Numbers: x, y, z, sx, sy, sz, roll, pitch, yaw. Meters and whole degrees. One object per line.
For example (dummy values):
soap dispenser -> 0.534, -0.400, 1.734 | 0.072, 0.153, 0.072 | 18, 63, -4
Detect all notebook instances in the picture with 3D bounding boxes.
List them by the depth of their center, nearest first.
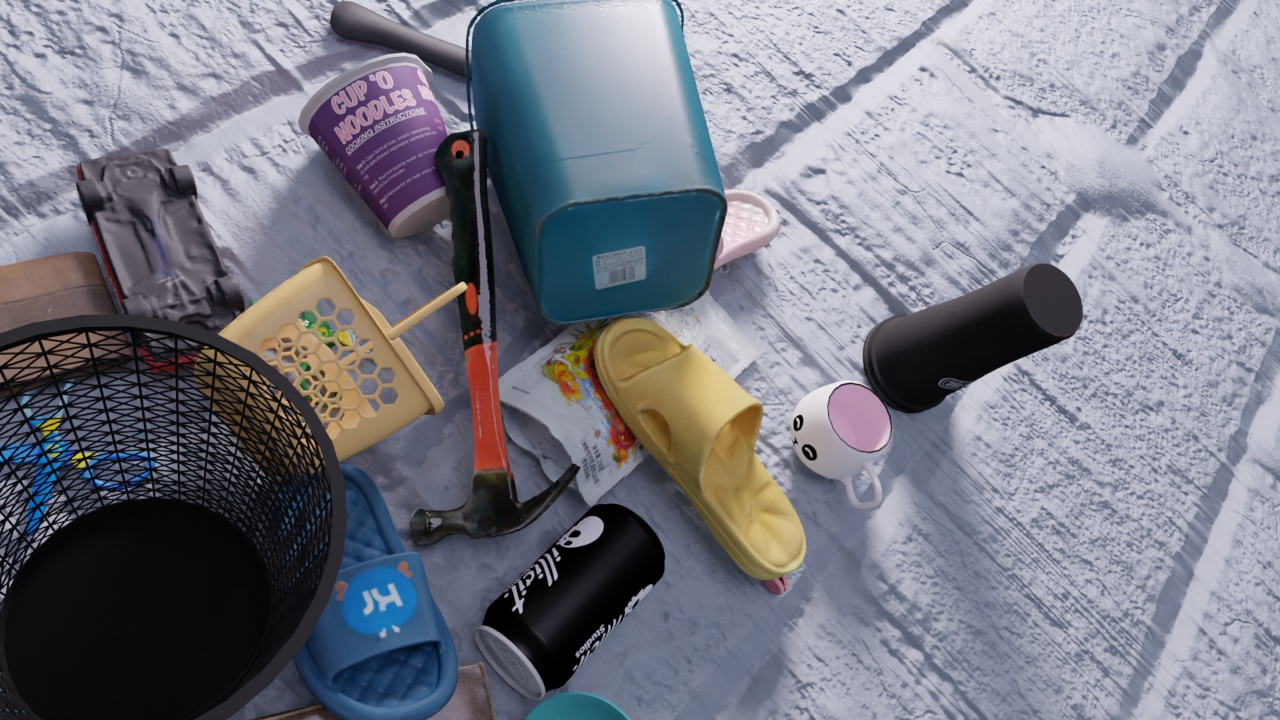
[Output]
notebook -> -0.184, 0.318, 0.609 | 0.215, 0.035, 0.190 | -7, 69, -26

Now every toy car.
toy car -> -0.372, -0.081, 0.713 | 0.081, 0.056, 0.189 | -19, 76, -32

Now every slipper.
slipper -> -0.202, 0.159, 0.649 | 0.103, 0.059, 0.213 | -16, 58, -29
slipper -> 0.067, 0.065, 0.784 | 0.099, 0.079, 0.263 | -33, 89, -48
slipper -> 0.049, -0.135, 0.920 | 0.221, 0.056, 0.106 | -19, 56, -33

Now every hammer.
hammer -> -0.129, -0.027, 0.736 | 0.133, 0.033, 0.333 | -9, 80, 4
hammer -> -0.156, -0.298, 0.936 | 0.310, 0.030, 0.124 | 17, 60, -15

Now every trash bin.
trash bin -> -0.296, 0.126, 0.529 | 0.216, 0.244, 0.216 | 10, 61, -19
trash bin -> -0.035, -0.167, 0.788 | 0.199, 0.197, 0.218 | -9, 58, -12

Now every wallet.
wallet -> -0.447, -0.025, 0.665 | 0.120, 0.027, 0.098 | -19, 69, -29

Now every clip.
clip -> 0.107, 0.181, 0.816 | 0.050, 0.023, 0.058 | 2, 63, -18

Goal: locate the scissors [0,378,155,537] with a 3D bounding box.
scissors -> -0.413, 0.062, 0.649 | 0.125, 0.013, 0.129 | 2, 60, -23

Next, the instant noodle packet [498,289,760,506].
instant noodle packet -> -0.005, 0.005, 0.838 | 0.147, 0.057, 0.268 | 47, 51, 2

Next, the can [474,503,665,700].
can -> -0.051, 0.182, 0.709 | 0.080, 0.080, 0.145 | 47, 56, 3

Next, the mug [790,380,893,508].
mug -> 0.193, 0.083, 0.870 | 0.090, 0.076, 0.123 | -9, 69, -27

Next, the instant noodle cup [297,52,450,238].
instant noodle cup -> -0.209, -0.184, 0.813 | 0.136, 0.122, 0.122 | -32, 90, -42

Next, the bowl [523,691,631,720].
bowl -> -0.034, 0.301, 0.663 | 0.046, 0.121, 0.121 | 24, 46, -60

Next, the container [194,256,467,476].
container -> -0.212, -0.003, 0.653 | 0.166, 0.184, 0.129 | -38, 101, -27

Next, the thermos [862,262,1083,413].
thermos -> 0.319, -0.022, 0.899 | 0.105, 0.219, 0.105 | 7, 71, -21

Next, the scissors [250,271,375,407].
scissors -> -0.257, -0.023, 0.762 | 0.116, 0.012, 0.129 | -14, 73, -30
